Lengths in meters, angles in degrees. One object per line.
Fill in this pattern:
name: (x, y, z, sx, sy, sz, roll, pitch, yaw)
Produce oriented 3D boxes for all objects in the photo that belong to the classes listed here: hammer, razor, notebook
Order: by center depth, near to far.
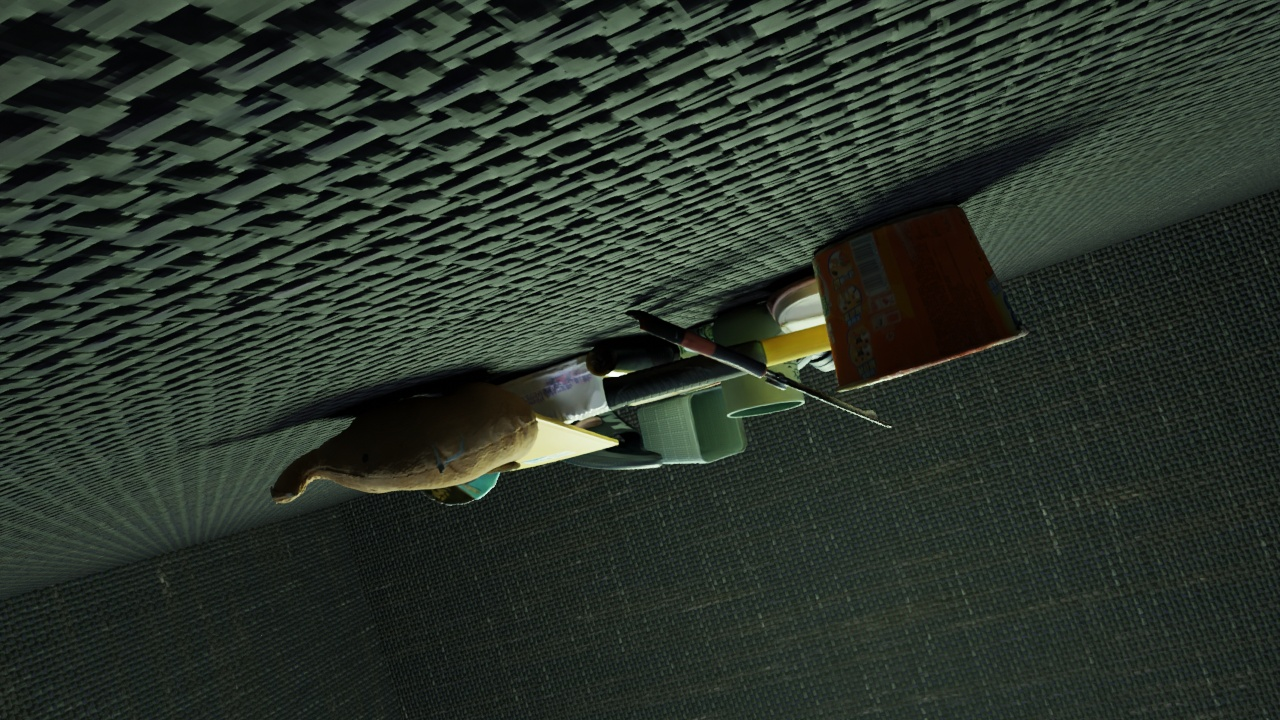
hammer: (0.112, -0.006, 0.859, 0.301, 0.032, 0.129, -15, 161, 0)
razor: (-0.006, 0.005, 0.938, 0.068, 0.062, 0.167, -55, 158, 15)
notebook: (-0.128, 0.091, 0.980, 0.146, 0.010, 0.206, -15, 163, 19)

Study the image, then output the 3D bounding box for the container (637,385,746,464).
container: (0.064, 0.087, 1.203, 0.089, 0.090, 0.112, -12, 179, -42)

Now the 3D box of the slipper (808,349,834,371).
slipper: (0.237, -0.033, 1.203, 0.252, 0.095, 0.105, -19, 174, -29)

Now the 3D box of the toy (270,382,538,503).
toy: (-0.196, 0.073, 0.784, 0.225, 0.082, 0.144, -14, -171, -34)

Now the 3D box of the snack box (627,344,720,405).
snack box: (0.068, 0.006, 1.178, 0.115, 0.063, 0.239, -19, 176, 22)

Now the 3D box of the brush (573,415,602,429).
brush: (-0.111, 0.068, 1.109, 0.145, 0.073, 0.063, -14, 156, -46)

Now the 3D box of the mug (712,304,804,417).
mug: (0.131, 0.001, 0.975, 0.082, 0.106, 0.111, -19, 165, 36)

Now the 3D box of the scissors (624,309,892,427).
scissors: (0.089, 0.005, 0.729, 0.214, 0.015, 0.196, 25, -177, 43)

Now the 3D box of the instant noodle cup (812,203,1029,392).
instant noodle cup: (0.209, -0.049, 0.719, 0.151, 0.111, 0.151, -18, 176, -2)

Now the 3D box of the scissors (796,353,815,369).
scissors: (0.221, -0.033, 1.093, 0.235, 0.021, 0.125, -37, 158, 4)

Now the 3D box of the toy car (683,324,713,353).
toy car: (0.094, -0.018, 1.032, 0.105, 0.031, 0.049, 6, 165, -20)

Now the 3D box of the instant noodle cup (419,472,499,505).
instant noodle cup: (-0.231, 0.116, 1.139, 0.111, 0.111, 0.120, -17, -176, -12)

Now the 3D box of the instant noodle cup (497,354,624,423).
instant noodle cup: (-0.069, 0.034, 1.003, 0.138, 0.060, 0.173, -19, 174, 20)

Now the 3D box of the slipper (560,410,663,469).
slipper: (-0.093, 0.084, 1.209, 0.268, 0.083, 0.110, 13, -174, 31)

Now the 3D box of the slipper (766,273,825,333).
slipper: (0.204, -0.060, 0.928, 0.114, 0.054, 0.274, -24, 164, 25)
